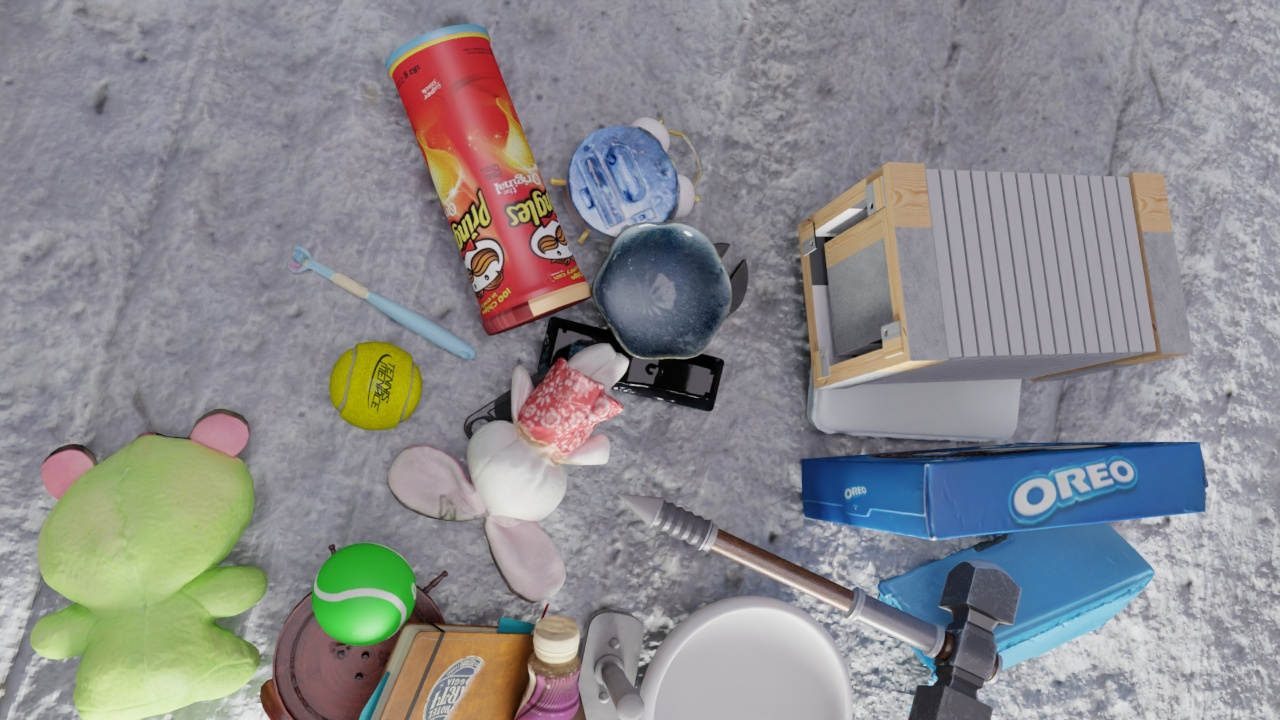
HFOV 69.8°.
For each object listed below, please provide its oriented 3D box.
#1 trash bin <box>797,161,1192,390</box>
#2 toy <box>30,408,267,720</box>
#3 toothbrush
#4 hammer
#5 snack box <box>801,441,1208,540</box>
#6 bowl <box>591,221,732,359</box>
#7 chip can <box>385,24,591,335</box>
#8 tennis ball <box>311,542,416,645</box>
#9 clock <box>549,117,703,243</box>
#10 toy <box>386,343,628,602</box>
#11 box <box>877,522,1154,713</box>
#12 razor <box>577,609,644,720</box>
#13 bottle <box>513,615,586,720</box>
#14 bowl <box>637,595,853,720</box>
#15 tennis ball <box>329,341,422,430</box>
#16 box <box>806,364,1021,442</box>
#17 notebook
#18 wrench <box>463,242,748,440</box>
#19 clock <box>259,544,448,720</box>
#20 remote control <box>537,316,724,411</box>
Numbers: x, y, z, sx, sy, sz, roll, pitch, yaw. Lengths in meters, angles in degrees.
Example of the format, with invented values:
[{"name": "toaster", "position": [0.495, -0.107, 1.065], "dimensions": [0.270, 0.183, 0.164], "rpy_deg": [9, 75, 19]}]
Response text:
[{"name": "trash bin", "position": [0.275, -0.061, 0.737], "dimensions": [0.246, 0.143, 0.142], "rpy_deg": [-2, 81, -17]}, {"name": "toy", "position": [-0.328, 0.143, 0.613], "dimensions": [0.150, 0.107, 0.197], "rpy_deg": [-10, 99, -14]}, {"name": "toothbrush", "position": [-0.194, -0.041, 0.699], "dimensions": [0.155, 0.016, 0.022], "rpy_deg": [30, 112, -12]}, {"name": "hammer", "position": [0.130, 0.171, 0.705], "dimensions": [0.322, 0.043, 0.155], "rpy_deg": [25, 68, -3]}, {"name": "snack box", "position": [0.277, 0.098, 0.733], "dimensions": [0.238, 0.196, 0.056], "rpy_deg": [-3, 86, -16]}, {"name": "bowl", "position": [0.011, -0.051, 0.715], "dimensions": [0.110, 0.055, 0.110], "rpy_deg": [1, 86, -19]}, {"name": "chip can", "position": [-0.113, -0.132, 0.689], "dimensions": [0.087, 0.087, 0.213], "rpy_deg": [-22, 93, -16]}, {"name": "tennis ball", "position": [-0.179, 0.151, 0.595], "dimensions": [0.065, 0.065, 0.065], "rpy_deg": [1, 87, -16]}, {"name": "clock", "position": [-0.005, -0.144, 0.737], "dimensions": [0.125, 0.052, 0.089], "rpy_deg": [-26, 94, -15]}, {"name": "toy", "position": [-0.081, 0.066, 0.682], "dimensions": [0.159, 0.084, 0.194], "rpy_deg": [35, 92, -3]}, {"name": "box", "position": [0.327, 0.225, 0.825], "dimensions": [0.231, 0.094, 0.112], "rpy_deg": [-17, 135, -17]}, {"name": "razor", "position": [-0.017, 0.242, 0.685], "dimensions": [0.047, 0.116, 0.088], "rpy_deg": [12, 84, -10]}, {"name": "bottle", "position": [-0.066, 0.268, 0.676], "dimensions": [0.059, 0.059, 0.166], "rpy_deg": [1, 107, -16]}, {"name": "bowl", "position": [0.077, 0.273, 0.736], "dimensions": [0.176, 0.066, 0.176], "rpy_deg": [1, 88, -16]}, {"name": "tennis ball", "position": [-0.193, 0.019, 0.671], "dimensions": [0.065, 0.065, 0.065], "rpy_deg": [1, 87, -16]}, {"name": "box", "position": [0.248, -0.022, 0.814], "dimensions": [0.209, 0.045, 0.191], "rpy_deg": [6, 86, -16]}, {"name": "notebook", "position": [-0.151, 0.286, 0.630], "dimensions": [0.178, 0.014, 0.249], "rpy_deg": [29, 82, -57]}, {"name": "wrench", "position": [-0.024, -0.014, 0.746], "dimensions": [0.272, 0.018, 0.073], "rpy_deg": [-34, 98, -13]}, {"name": "clock", "position": [-0.202, 0.221, 0.656], "dimensions": [0.120, 0.072, 0.157], "rpy_deg": [17, 82, -14]}, {"name": "remote control", "position": [-0.004, 0.004, 0.731], "dimensions": [0.150, 0.022, 0.047], "rpy_deg": [13, 90, -17]}]
